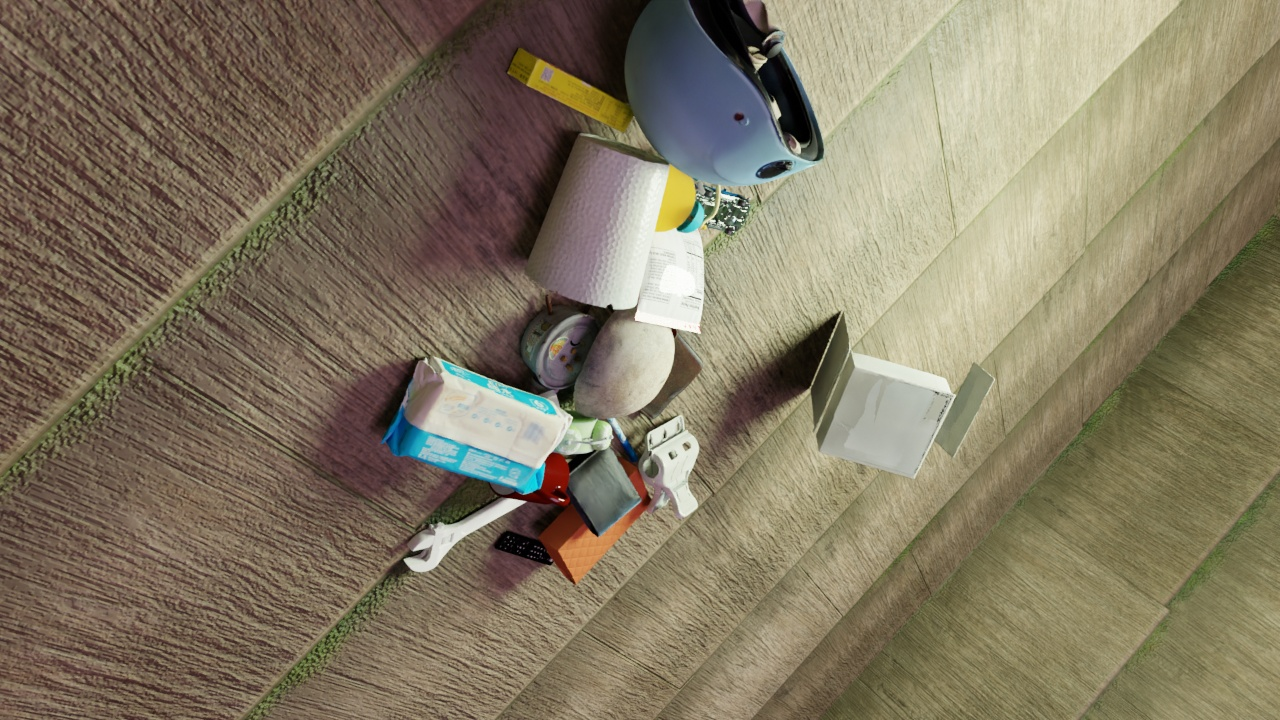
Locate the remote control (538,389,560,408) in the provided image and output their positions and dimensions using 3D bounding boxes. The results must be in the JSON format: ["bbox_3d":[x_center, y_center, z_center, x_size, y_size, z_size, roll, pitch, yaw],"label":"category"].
[{"bbox_3d":[-0.166,0.076,1.138,0.135,0.011,0.050,-20,148,-8],"label":"remote control"}]

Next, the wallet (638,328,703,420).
[{"bbox_3d":[0.032,0.023,1.323,0.120,0.031,0.099,-47,140,-2],"label":"wallet"}]

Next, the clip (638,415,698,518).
[{"bbox_3d":[0.045,0.164,1.390,0.124,0.075,0.144,-19,106,-57],"label":"clip"}]

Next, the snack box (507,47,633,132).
[{"bbox_3d":[-0.069,-0.277,0.948,0.147,0.040,0.029,11,113,-50],"label":"snack box"}]

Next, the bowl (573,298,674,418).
[{"bbox_3d":[-0.007,0.007,1.177,0.178,0.081,0.179,-52,161,-26],"label":"bowl"}]

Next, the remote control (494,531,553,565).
[{"bbox_3d":[-0.164,0.279,1.358,0.030,0.009,0.140,-51,143,2],"label":"remote control"}]

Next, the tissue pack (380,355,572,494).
[{"bbox_3d":[-0.185,0.080,1.075,0.209,0.066,0.117,23,104,-29],"label":"tissue pack"}]

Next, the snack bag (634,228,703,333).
[{"bbox_3d":[0.038,-0.113,1.159,0.130,0.039,0.144,8,79,-49],"label":"snack bag"}]

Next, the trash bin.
[{"bbox_3d":[-0.042,-0.156,1.015,0.133,0.133,0.161,0,116,-46],"label":"trash bin"}]

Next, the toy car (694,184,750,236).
[{"bbox_3d":[0.093,-0.199,1.179,0.120,0.043,0.056,5,118,-44],"label":"toy car"}]

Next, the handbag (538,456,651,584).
[{"bbox_3d":[-0.065,0.240,1.378,0.171,0.060,0.109,-44,137,-22],"label":"handbag"}]

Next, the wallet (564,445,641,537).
[{"bbox_3d":[-0.057,0.182,1.308,0.089,0.026,0.115,-40,109,-25],"label":"wallet"}]

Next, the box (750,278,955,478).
[{"bbox_3d":[0.336,0.022,1.545,0.171,0.380,0.168,2,121,-27],"label":"box"}]

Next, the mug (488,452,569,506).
[{"bbox_3d":[-0.137,0.157,1.199,0.082,0.106,0.073,22,102,-52],"label":"mug"}]

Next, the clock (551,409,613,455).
[{"bbox_3d":[-0.093,0.094,1.195,0.094,0.119,0.042,-5,104,-46],"label":"clock"}]

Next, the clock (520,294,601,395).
[{"bbox_3d":[-0.102,-0.006,1.138,0.103,0.056,0.148,0,119,-48],"label":"clock"}]

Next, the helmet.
[{"bbox_3d":[0.086,-0.287,0.977,0.167,0.225,0.265,-25,155,33],"label":"helmet"}]

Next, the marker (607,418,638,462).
[{"bbox_3d":[-0.029,0.111,1.350,0.013,0.013,0.142,-41,143,-12],"label":"marker"}]

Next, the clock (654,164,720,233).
[{"bbox_3d":[0.035,-0.199,1.096,0.129,0.043,0.099,-10,111,-15],"label":"clock"}]

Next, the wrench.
[{"bbox_3d":[-0.199,0.205,1.254,0.272,0.018,0.066,-28,138,-29],"label":"wrench"}]
